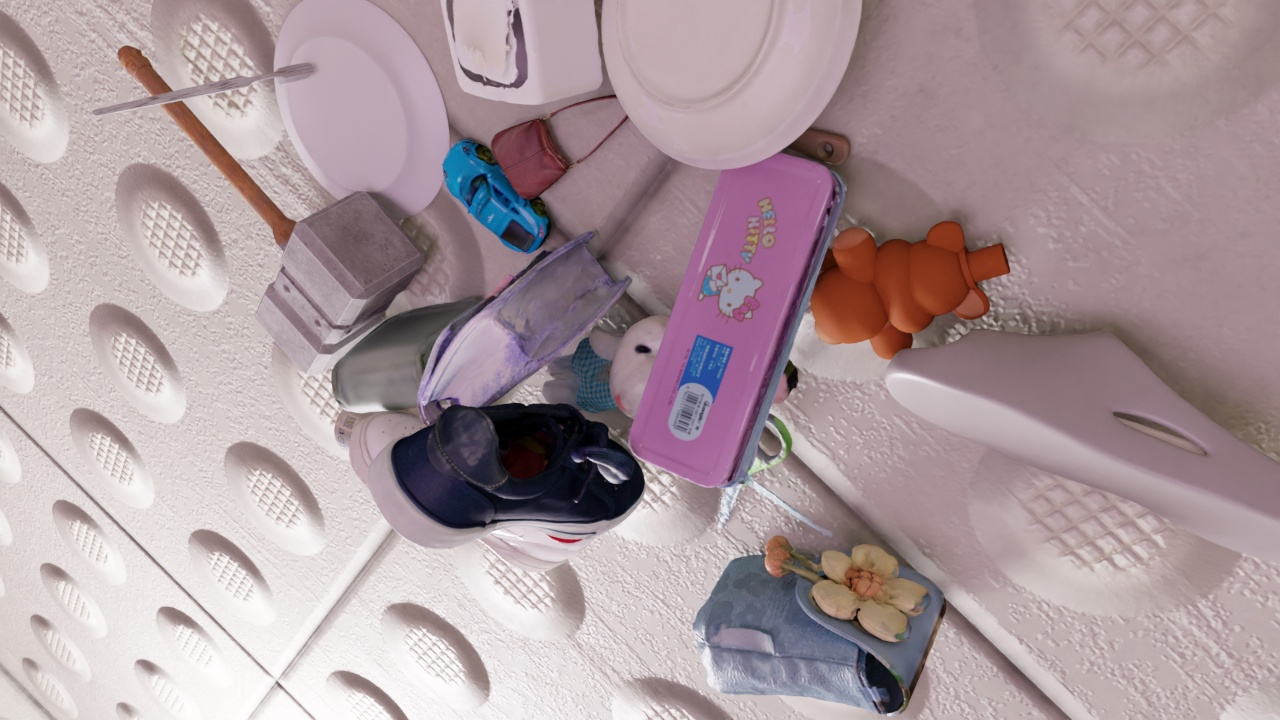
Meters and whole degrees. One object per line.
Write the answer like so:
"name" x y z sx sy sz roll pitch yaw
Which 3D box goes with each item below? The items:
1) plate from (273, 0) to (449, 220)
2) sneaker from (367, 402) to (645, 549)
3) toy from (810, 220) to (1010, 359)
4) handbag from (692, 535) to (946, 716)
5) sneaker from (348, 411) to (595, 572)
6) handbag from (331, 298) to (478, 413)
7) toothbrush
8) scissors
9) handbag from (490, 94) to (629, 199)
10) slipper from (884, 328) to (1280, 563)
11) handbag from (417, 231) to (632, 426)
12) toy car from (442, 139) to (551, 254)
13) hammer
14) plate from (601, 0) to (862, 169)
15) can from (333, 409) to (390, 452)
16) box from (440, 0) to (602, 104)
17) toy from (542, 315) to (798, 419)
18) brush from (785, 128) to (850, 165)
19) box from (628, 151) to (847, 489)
"plate" -0.240 -0.204 0.763 0.189 0.016 0.189 16 124 24
"sneaker" -0.052 0.068 0.666 0.127 0.294 0.120 -40 69 16
"toy" 0.166 -0.051 0.584 0.128 0.065 0.095 -16 115 28
"handbag" 0.131 0.195 0.711 0.192 0.121 0.119 -3 116 39
"sneaker" -0.127 0.101 0.792 0.105 0.090 0.236 -31 125 32
"handbag" -0.194 0.002 0.802 0.122 0.105 0.067 -7 116 35
"toothbrush" -0.319 -0.200 0.683 0.010 0.181 0.010 -34 91 44
"scissors" 0.079 0.089 0.725 0.172 0.021 0.172 30 141 13
"handbag" -0.052 -0.164 0.668 0.120 0.029 0.055 -21 108 33
"slipper" 0.285 0.034 0.545 0.266 0.080 0.113 24 172 23
"handbag" -0.092 -0.024 0.688 0.069 0.158 0.127 49 131 -7
"toy car" -0.118 -0.127 0.724 0.105 0.032 0.048 45 131 2
"hammer" -0.345 -0.152 0.804 0.317 0.082 0.163 48 138 -2
"plate" 0.039 -0.205 0.538 0.183 0.034 0.182 9 105 38
"can" -0.237 0.083 0.910 0.136 0.054 0.054 17 125 22
"box" -0.093 -0.220 0.597 0.107 0.091 0.102 22 131 41
"toy" -0.004 0.004 0.687 0.206 0.105 0.131 -13 107 35
"brush" 0.066 -0.157 0.604 0.151 0.012 0.039 24 127 18
"box" 0.065 -0.026 0.586 0.078 0.065 0.214 22 96 34
